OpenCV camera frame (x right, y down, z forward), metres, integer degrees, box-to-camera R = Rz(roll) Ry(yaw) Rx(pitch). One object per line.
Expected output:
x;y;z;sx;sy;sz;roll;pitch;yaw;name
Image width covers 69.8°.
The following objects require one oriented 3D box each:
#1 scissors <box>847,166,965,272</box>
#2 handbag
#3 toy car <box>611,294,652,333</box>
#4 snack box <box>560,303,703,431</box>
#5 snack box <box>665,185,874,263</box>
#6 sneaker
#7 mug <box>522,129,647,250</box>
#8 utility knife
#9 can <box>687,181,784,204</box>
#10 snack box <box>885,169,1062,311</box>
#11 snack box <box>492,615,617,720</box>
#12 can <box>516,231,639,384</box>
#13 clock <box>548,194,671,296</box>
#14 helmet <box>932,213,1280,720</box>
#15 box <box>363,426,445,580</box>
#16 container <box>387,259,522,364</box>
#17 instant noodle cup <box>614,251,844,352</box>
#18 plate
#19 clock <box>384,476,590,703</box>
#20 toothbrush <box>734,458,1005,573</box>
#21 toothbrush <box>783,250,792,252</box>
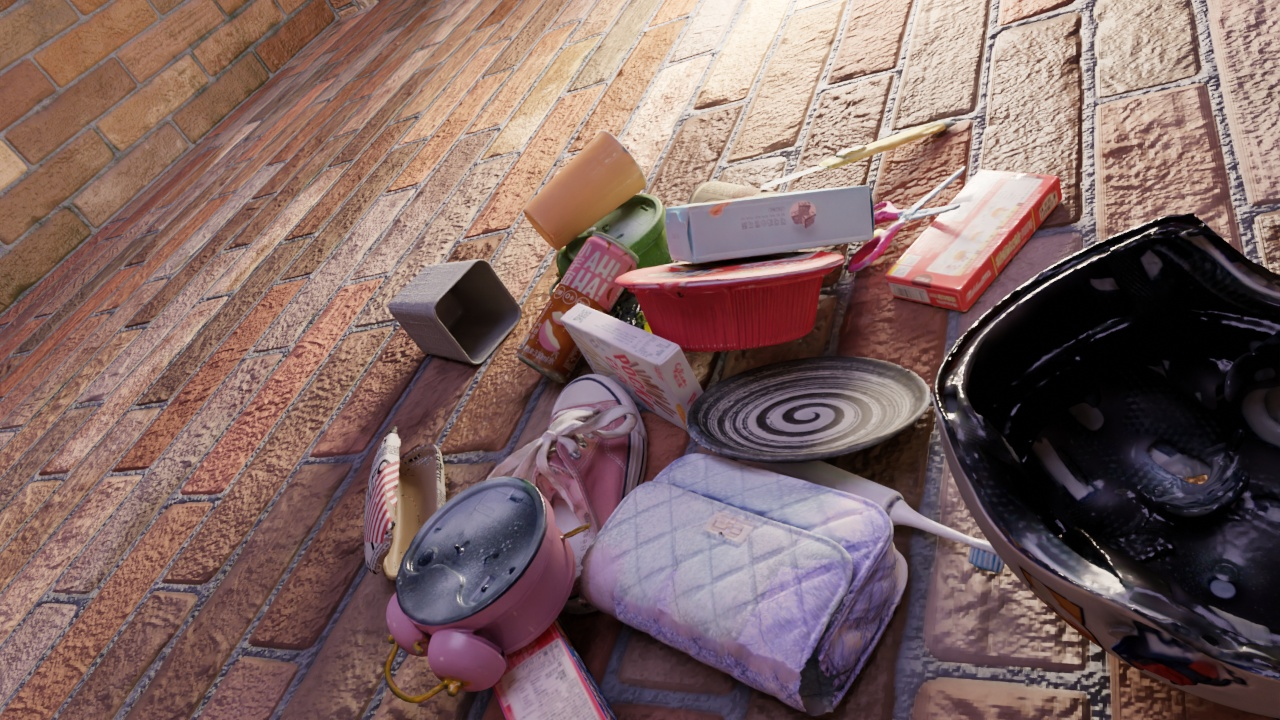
0.236;-0.131;0.828;0.133;0.017;0.130;-41;20;14;scissors
0.063;0.134;0.597;0.194;0.075;0.134;10;50;45;handbag
-0.004;-0.038;0.903;0.048;0.032;0.105;-27;22;16;toy car
-0.005;0.005;0.802;0.026;0.085;0.157;-42;35;-17;snack box
0.114;-0.123;0.822;0.174;0.051;0.074;-9;10;-12;snack box
-0.052;0.083;0.737;0.118;0.088;0.240;-20;37;17;sneaker
-0.063;-0.179;0.991;0.122;0.078;0.078;-41;35;-5;mug
0.217;-0.205;0.922;0.220;0.022;0.031;-25;20;-9;utility knife
0.103;-0.148;0.935;0.058;0.058;0.116;-43;36;-17;can
0.281;-0.104;0.774;0.152;0.025;0.075;-45;37;-20;snack box
-0.065;0.214;0.611;0.058;0.057;0.207;-34;34;-9;snack box
-0.061;-0.051;0.904;0.058;0.058;0.147;24;81;50;can
-0.032;-0.115;0.999;0.161;0.056;0.116;-36;34;-7;clock
0.282;0.067;0.445;0.229;0.157;0.274;-40;46;-16;helmet
-0.210;0.134;0.838;0.075;0.083;0.163;-60;28;23;box
-0.214;-0.057;1.038;0.114;0.090;0.090;6;48;46;container
0.078;-0.050;0.778;0.194;0.066;0.193;-7;11;1;instant noodle cup
0.122;0.040;0.682;0.179;0.024;0.179;-9;19;3;plate
-0.111;0.155;0.613;0.117;0.060;0.158;13;54;47;clock
0.149;0.093;0.627;0.221;0.026;0.026;20;97;49;toothbrush
0.105;-0.079;0.876;0.224;0.026;0.027;-37;21;-10;toothbrush
